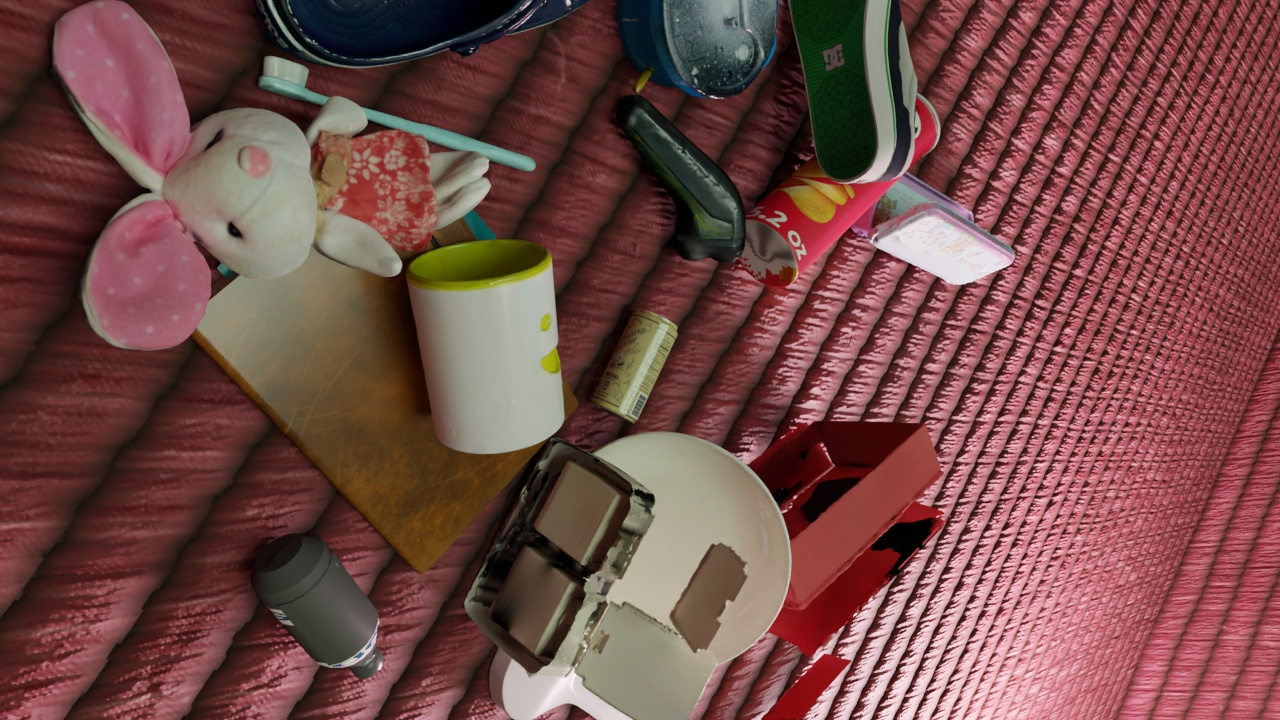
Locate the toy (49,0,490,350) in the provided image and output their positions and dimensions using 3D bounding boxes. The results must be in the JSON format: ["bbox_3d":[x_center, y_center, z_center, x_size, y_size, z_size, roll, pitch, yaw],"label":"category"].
[{"bbox_3d":[-0.169,-0.083,0.444,0.193,0.084,0.159,-3,78,-33],"label":"toy"}]

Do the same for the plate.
[{"bbox_3d":[0.021,0.140,0.686,0.034,0.182,0.182,-30,130,-75],"label":"plate"}]

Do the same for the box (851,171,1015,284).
[{"bbox_3d":[0.294,-0.129,0.930,0.213,0.096,0.077,11,122,-47],"label":"box"}]

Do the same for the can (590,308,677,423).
[{"bbox_3d":[-0.004,0.004,0.689,0.038,0.038,0.079,33,80,-46],"label":"can"}]

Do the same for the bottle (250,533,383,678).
[{"bbox_3d":[-0.187,0.150,0.548,0.046,0.047,0.112,-42,131,-27],"label":"bottle"}]

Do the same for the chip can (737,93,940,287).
[{"bbox_3d":[0.171,-0.152,0.790,0.220,0.069,0.069,-43,130,-27],"label":"chip can"}]

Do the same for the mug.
[{"bbox_3d":[-0.089,-0.010,0.543,0.082,0.083,0.106,-24,121,-38],"label":"mug"}]

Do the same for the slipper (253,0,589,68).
[{"bbox_3d":[-0.081,-0.223,0.495,0.252,0.095,0.105,-36,124,-28],"label":"slipper"}]

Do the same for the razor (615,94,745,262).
[{"bbox_3d":[0.027,-0.129,0.673,0.067,0.054,0.151,-47,128,-1],"label":"razor"}]

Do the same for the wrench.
[{"bbox_3d":[-0.038,0.294,0.773,0.086,0.018,0.273,-52,135,-19],"label":"wrench"}]

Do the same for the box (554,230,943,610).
[{"bbox_3d":[0.089,0.028,0.783,0.213,0.153,0.325,-30,90,-34],"label":"box"}]

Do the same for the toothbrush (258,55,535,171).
[{"bbox_3d":[-0.130,-0.137,0.529,0.180,0.016,0.016,10,88,-46],"label":"toothbrush"}]

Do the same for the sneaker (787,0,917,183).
[{"bbox_3d":[0.177,-0.258,0.729,0.078,0.084,0.235,-8,94,-41],"label":"sneaker"}]

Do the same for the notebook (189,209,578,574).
[{"bbox_3d":[-0.140,-0.006,0.565,0.178,0.014,0.249,-48,132,-22],"label":"notebook"}]

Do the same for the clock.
[{"bbox_3d":[0.051,-0.248,0.644,0.161,0.060,0.117,-28,121,-38],"label":"clock"}]

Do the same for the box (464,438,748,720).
[{"bbox_3d":[-0.016,0.155,0.617,0.069,0.191,0.143,29,89,-47],"label":"box"}]
